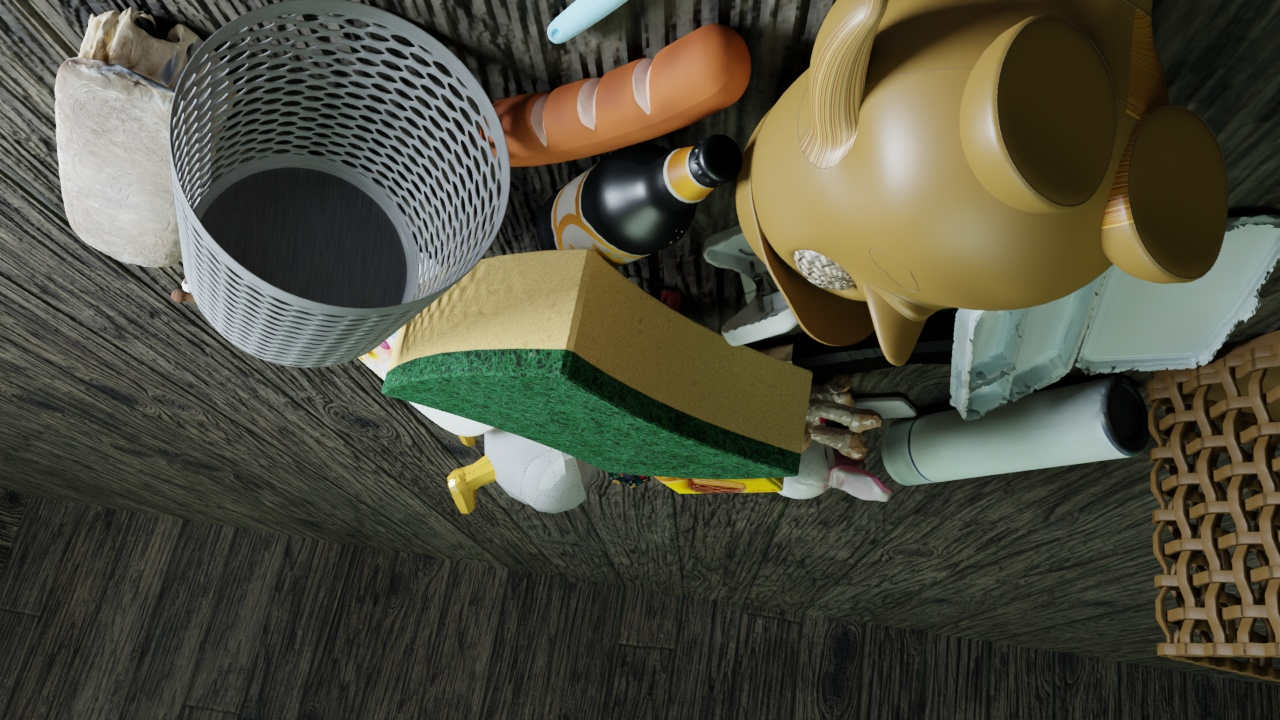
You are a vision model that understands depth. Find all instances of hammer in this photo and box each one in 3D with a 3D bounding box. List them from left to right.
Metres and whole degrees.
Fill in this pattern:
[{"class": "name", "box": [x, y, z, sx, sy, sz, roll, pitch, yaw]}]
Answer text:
[{"class": "hammer", "box": [0.120, 0.001, 0.767, 0.329, 0.039, 0.131, -8, 152, 38]}]

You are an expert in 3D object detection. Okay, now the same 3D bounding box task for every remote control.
[{"class": "remote control", "box": [0.192, 0.048, 0.897, 0.147, 0.008, 0.045, -5, 155, 36]}]

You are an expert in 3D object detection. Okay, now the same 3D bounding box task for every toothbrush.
[{"class": "toothbrush", "box": [0.008, -0.171, 0.388, 0.155, 0.016, 0.022, -15, 116, 48]}]

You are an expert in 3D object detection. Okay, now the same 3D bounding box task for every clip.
[{"class": "clip", "box": [0.107, -0.053, 0.563, 0.143, 0.074, 0.125, -15, 177, -43]}]

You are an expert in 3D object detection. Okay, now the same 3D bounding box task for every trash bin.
[{"class": "trash bin", "box": [-0.177, -0.081, 0.515, 0.156, 0.156, 0.184, 18, 161, -22]}]

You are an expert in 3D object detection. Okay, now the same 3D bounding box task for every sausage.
[{"class": "sausage", "box": [-0.016, -0.130, 0.472, 0.165, 0.039, 0.044, -6, 145, 36]}]

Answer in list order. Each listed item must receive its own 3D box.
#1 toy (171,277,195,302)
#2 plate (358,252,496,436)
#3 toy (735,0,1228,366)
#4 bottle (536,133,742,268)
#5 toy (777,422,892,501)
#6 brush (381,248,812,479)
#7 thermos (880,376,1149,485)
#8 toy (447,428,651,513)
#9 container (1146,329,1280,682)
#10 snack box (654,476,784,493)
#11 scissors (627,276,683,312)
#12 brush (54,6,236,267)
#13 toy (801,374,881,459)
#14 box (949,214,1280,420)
[{"class": "toy", "box": [-0.347, -0.063, 0.792, 0.101, 0.041, 0.055, 8, 123, -24]}, {"class": "plate", "box": [-0.177, -0.006, 0.782, 0.187, 0.016, 0.187, 44, 141, -16]}, {"class": "toy", "box": [0.119, -0.078, 0.404, 0.198, 0.162, 0.204, 20, 168, -26]}, {"class": "bottle", "box": [-0.001, -0.088, 0.507, 0.059, 0.059, 0.182, 19, 168, -23]}, {"class": "toy", "box": [0.143, 0.093, 0.910, 0.194, 0.084, 0.159, 16, -173, 2]}, {"class": "brush", "box": [-0.028, 0.015, 0.634, 0.195, 0.075, 0.250, -6, 157, 46]}, {"class": "thermos", "box": [0.320, 0.067, 0.812, 0.068, 0.067, 0.231, 21, 157, -29]}, {"class": "toy", "box": [-0.062, 0.081, 0.929, 0.267, 0.140, 0.247, -6, 157, 4]}, {"class": "container", "box": [0.528, 0.109, 0.618, 0.251, 0.213, 0.220, 15, 159, -16]}, {"class": "snack box", "box": [0.066, 0.065, 0.785, 0.106, 0.083, 0.061, -6, 153, 32]}, {"class": "scissors", "box": [0.003, 0.005, 0.767, 0.147, 0.015, 0.188, -5, 134, 29]}, {"class": "brush", "box": [-0.321, -0.127, 0.590, 0.083, 0.056, 0.272, 22, 155, -23]}, {"class": "toy", "box": [0.153, 0.054, 0.822, 0.106, 0.074, 0.085, -9, 163, -1]}, {"class": "box", "box": [0.297, -0.026, 0.602, 0.193, 0.061, 0.210, -19, 154, 11]}]
